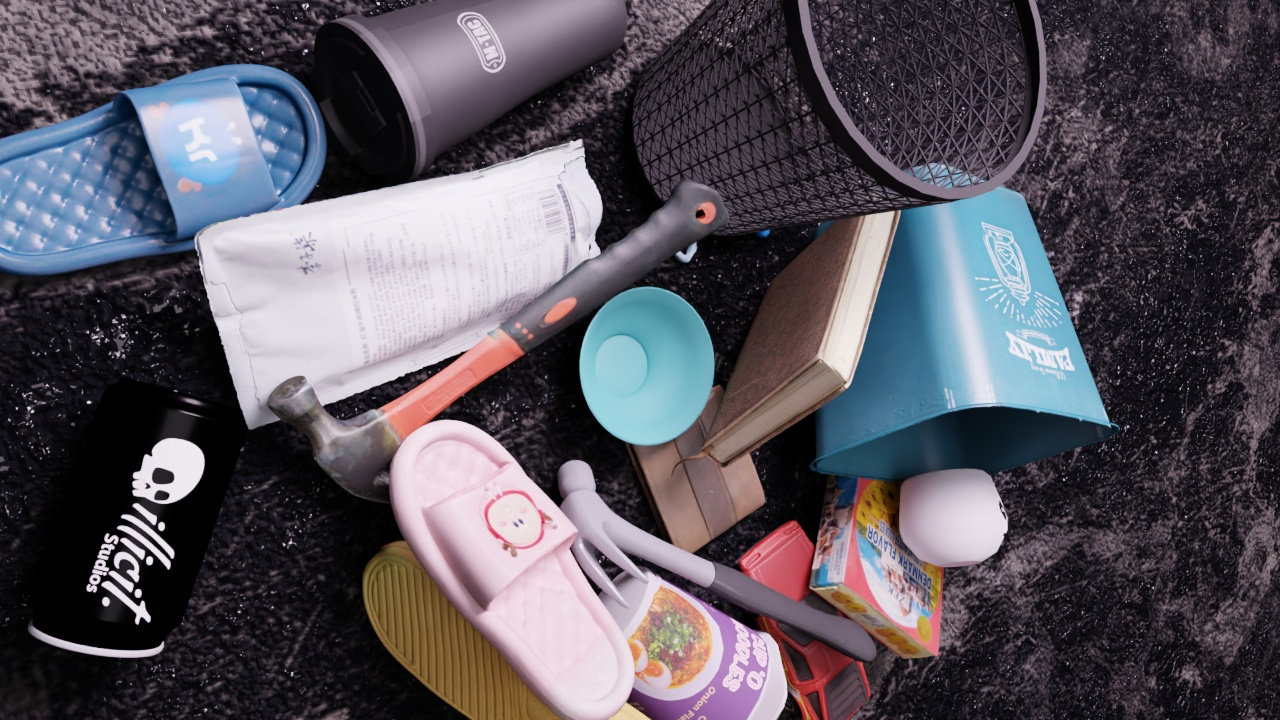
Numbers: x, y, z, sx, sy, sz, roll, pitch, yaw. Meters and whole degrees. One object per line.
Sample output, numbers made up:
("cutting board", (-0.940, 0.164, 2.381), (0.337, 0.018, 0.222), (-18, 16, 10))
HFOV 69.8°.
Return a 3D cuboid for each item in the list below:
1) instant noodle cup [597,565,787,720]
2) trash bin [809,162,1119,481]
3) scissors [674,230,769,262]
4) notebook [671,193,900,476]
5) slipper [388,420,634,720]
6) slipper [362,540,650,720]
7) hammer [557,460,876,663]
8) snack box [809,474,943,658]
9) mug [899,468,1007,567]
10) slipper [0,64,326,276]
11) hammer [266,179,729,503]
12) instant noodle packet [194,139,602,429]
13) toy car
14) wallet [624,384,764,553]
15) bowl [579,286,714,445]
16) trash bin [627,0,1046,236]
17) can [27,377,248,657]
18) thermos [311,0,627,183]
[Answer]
("instant noodle cup", (0.026, 0.227, 0.705), (0.122, 0.137, 0.121), (42, 61, -15))
("trash bin", (0.252, -0.025, 0.781), (0.196, 0.200, 0.218), (10, 65, -31))
("scissors", (0.061, -0.135, 0.784), (0.125, 0.013, 0.129), (35, 69, -24))
("notebook", (0.112, -0.016, 0.718), (0.034, 0.191, 0.214), (36, 47, -10))
("slipper", (-0.075, 0.131, 0.592), (0.221, 0.056, 0.106), (55, 35, 1))
("slipper", (-0.081, 0.212, 0.649), (0.263, 0.100, 0.078), (41, 30, -8))
("hammer", (0.071, 0.178, 0.717), (0.310, 0.125, 0.030), (29, 107, -24))
("snack box", (0.222, 0.176, 0.840), (0.142, 0.040, 0.144), (40, 48, -26))
("mug", (0.278, 0.146, 0.823), (0.124, 0.090, 0.076), (55, 30, -66))
("slipper", (-0.287, -0.111, 0.546), (0.213, 0.059, 0.104), (-28, 107, -26))
("hammer", (-0.075, -0.023, 0.636), (0.332, 0.033, 0.133), (-37, 123, -10))
("instant noodle packet", (-0.149, -0.060, 0.624), (0.268, 0.057, 0.147), (-22, 130, -29))
("toy car", (0.145, 0.239, 0.815), (0.081, 0.056, 0.189), (-31, 103, -29))
("wallet", (0.047, 0.092, 0.769), (0.098, 0.027, 0.121), (-28, 104, -26))
("bowl", (-0.004, 0.004, 0.724), (0.121, 0.046, 0.121), (0, 91, -31))
("trash bin", (0.120, -0.196, 0.673), (0.216, 0.244, 0.217), (3, 83, -30))
("can", (-0.290, 0.089, 0.532), (0.080, 0.080, 0.146), (21, 80, -30))
("thermos", (-0.109, -0.210, 0.632), (0.218, 0.106, 0.106), (-36, 108, -31))
